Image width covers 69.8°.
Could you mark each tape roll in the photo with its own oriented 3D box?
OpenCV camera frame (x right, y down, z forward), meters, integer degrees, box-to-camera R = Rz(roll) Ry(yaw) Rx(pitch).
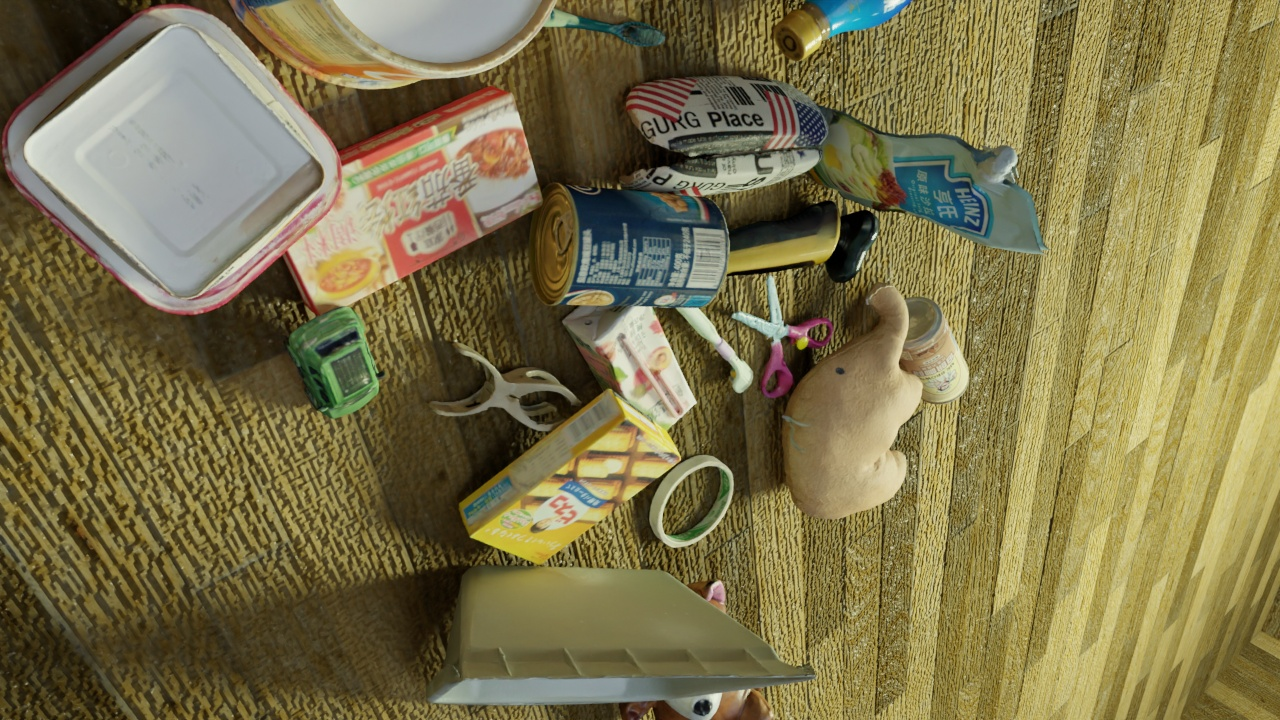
[{"bbox_3d":[0.045,0.123,0.800,0.085,0.014,0.086,-20,125,-31],"label":"tape roll"}]

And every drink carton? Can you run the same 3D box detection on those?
[{"bbox_3d":[-0.004,0.004,0.669,0.053,0.045,0.122,-42,134,-15],"label":"drink carton"}]

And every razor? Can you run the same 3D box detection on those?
[{"bbox_3d":[0.111,-0.084,0.712,0.167,0.062,0.067,-13,92,-29],"label":"razor"}]

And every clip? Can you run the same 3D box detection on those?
[{"bbox_3d":[-0.089,0.022,0.618,0.100,0.035,0.072,17,103,-39],"label":"clip"}]

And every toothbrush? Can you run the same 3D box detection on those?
[{"bbox_3d":[0.040,-0.032,0.705,0.189,0.020,0.029,45,51,-44],"label":"toothbrush"},{"bbox_3d":[-0.060,-0.198,0.525,0.191,0.018,0.016,-5,117,-38],"label":"toothbrush"}]

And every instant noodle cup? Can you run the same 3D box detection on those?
[{"bbox_3d":[-0.193,-0.083,0.388,0.116,0.124,0.116,-45,116,-11],"label":"instant noodle cup"},{"bbox_3d":[-0.108,-0.194,0.409,0.151,0.111,0.151,-14,117,-29],"label":"instant noodle cup"}]

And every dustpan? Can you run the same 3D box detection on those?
[{"bbox_3d":[-0.040,0.232,0.643,0.222,0.258,0.142,5,95,-17],"label":"dustpan"}]

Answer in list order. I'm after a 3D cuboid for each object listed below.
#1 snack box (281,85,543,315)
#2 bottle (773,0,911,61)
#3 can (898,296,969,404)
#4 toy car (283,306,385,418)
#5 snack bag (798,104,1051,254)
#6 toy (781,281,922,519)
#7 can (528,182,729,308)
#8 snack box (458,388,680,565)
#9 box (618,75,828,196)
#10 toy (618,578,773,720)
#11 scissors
[{"bbox_3d":[-0.131,-0.092,0.521,0.152,0.025,0.075,-32,130,-23],"label":"snack box"},{"bbox_3d":[0.178,-0.285,0.645,0.218,0.065,0.065,-41,133,-14],"label":"bottle"},{"bbox_3d":[0.277,-0.008,0.889,0.058,0.058,0.116,-50,136,-6],"label":"can"},{"bbox_3d":[-0.171,0.005,0.520,0.043,0.036,0.091,-34,163,-22],"label":"toy car"},{"bbox_3d":[0.196,-0.131,0.657,0.038,0.191,0.110,-45,135,-13],"label":"snack bag"},{"bbox_3d":[0.192,0.044,0.829,0.143,0.082,0.226,-14,122,-29],"label":"toy"},{"bbox_3d":[-0.007,-0.071,0.587,0.111,0.075,0.075,0,114,-27],"label":"can"},{"bbox_3d":[-0.049,0.086,0.653,0.140,0.033,0.087,-36,143,10],"label":"snack box"},{"bbox_3d":[0.059,-0.159,0.626,0.162,0.076,0.088,-10,98,-33],"label":"box"},{"bbox_3d":[0.041,0.277,0.819,0.140,0.130,0.200,-21,121,-6],"label":"toy"},{"bbox_3d":[0.114,-0.015,0.778,0.134,0.017,0.113,16,108,-45],"label":"scissors"}]
